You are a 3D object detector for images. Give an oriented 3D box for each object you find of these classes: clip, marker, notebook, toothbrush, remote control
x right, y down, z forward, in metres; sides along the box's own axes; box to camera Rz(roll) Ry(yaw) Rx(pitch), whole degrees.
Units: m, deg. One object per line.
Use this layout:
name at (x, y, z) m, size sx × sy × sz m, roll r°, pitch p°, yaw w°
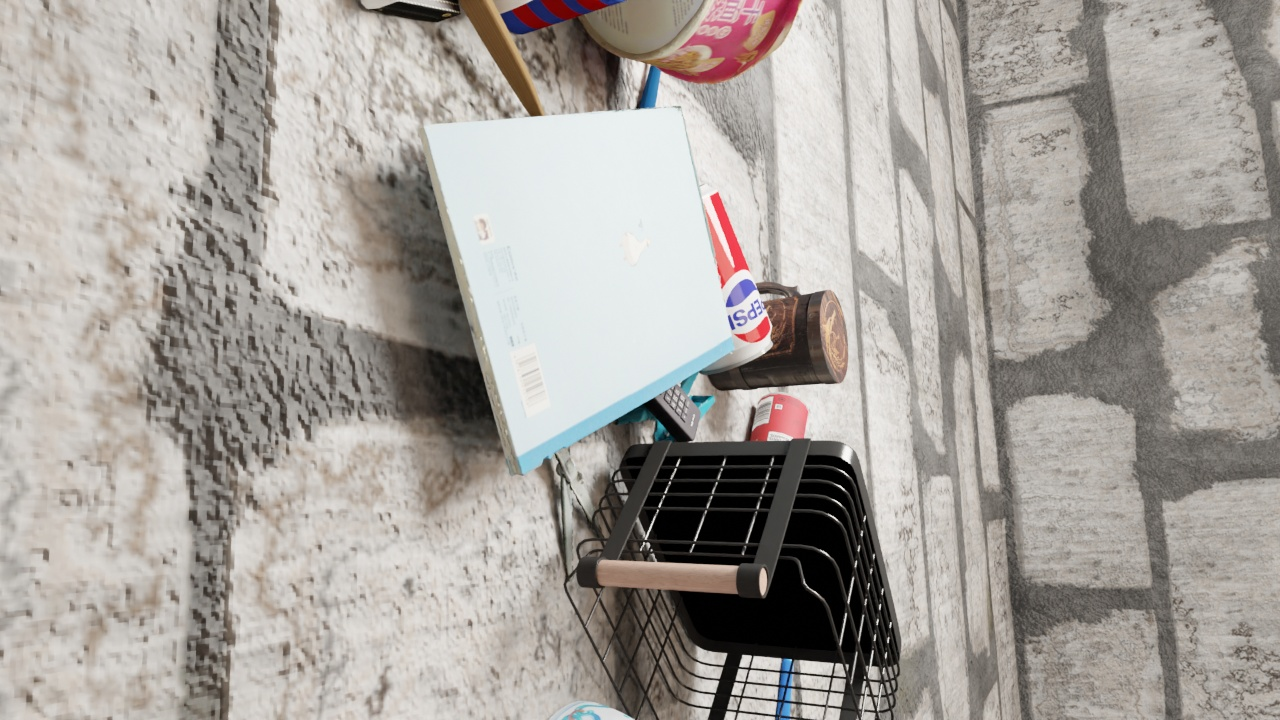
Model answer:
clip at (0.014, 0.030, 0.687) m, size 0.121 × 0.031 × 0.129 m, roll 54°, pitch 40°, yaw -36°
marker at (0.145, 0.278, 0.891) m, size 0.013 × 0.013 × 0.141 m, roll 50°, pitch 42°, yaw -46°
notebook at (-0.019, -0.059, 0.554) m, size 0.252 × 0.009 × 0.181 m, roll -26°, pitch 106°, yaw -54°
toothbrush at (-0.073, -0.170, 0.551) m, size 0.167 × 0.016 × 0.016 m, roll 58°, pitch 29°, yaw -55°
remote control at (-0.004, 0.004, 0.635) m, size 0.136 × 0.015 × 0.032 m, roll 49°, pitch 36°, yaw -25°
toothbrush at (0.012, -0.232, 0.747) m, size 0.014 × 0.014 × 0.167 m, roll 60°, pitch 36°, yaw -56°

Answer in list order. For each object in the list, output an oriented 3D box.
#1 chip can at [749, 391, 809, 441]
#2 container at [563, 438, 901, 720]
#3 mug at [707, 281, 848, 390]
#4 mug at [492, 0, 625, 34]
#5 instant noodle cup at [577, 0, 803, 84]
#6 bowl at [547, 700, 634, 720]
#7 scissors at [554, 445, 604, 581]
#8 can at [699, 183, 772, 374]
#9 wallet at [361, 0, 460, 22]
chip can at (0.112, 0.125, 0.820) m, size 0.052 × 0.052 × 0.214 m, roll 58°, pitch 37°, yaw -39°
container at (0.067, 0.173, 0.594) m, size 0.130 × 0.163 × 0.241 m, roll -62°, pitch 140°, yaw -47°
mug at (0.121, -0.029, 0.809) m, size 0.080 × 0.107 × 0.115 m, roll 54°, pitch 40°, yaw -43°
mug at (-0.058, -0.237, 0.550) m, size 0.075 × 0.076 × 0.111 m, roll 64°, pitch 34°, yaw -32°
instant noodle cup at (0.019, -0.278, 0.625) m, size 0.077 × 0.179 × 0.179 m, roll -23°, pitch 105°, yaw -44°
bowl at (-0.008, 0.277, 0.535) m, size 0.143 × 0.074 × 0.143 m, roll 21°, pitch 66°, yaw -59°
scissors at (-0.044, 0.051, 0.573) m, size 0.141 × 0.014 × 0.161 m, roll 50°, pitch 46°, yaw -55°
can at (0.048, -0.062, 0.699) m, size 0.070 × 0.070 × 0.132 m, roll -40°, pitch 110°, yaw -58°
wallet at (-0.130, -0.244, 0.476) m, size 0.072 × 0.019 × 0.123 m, roll -27°, pitch 108°, yaw -61°
